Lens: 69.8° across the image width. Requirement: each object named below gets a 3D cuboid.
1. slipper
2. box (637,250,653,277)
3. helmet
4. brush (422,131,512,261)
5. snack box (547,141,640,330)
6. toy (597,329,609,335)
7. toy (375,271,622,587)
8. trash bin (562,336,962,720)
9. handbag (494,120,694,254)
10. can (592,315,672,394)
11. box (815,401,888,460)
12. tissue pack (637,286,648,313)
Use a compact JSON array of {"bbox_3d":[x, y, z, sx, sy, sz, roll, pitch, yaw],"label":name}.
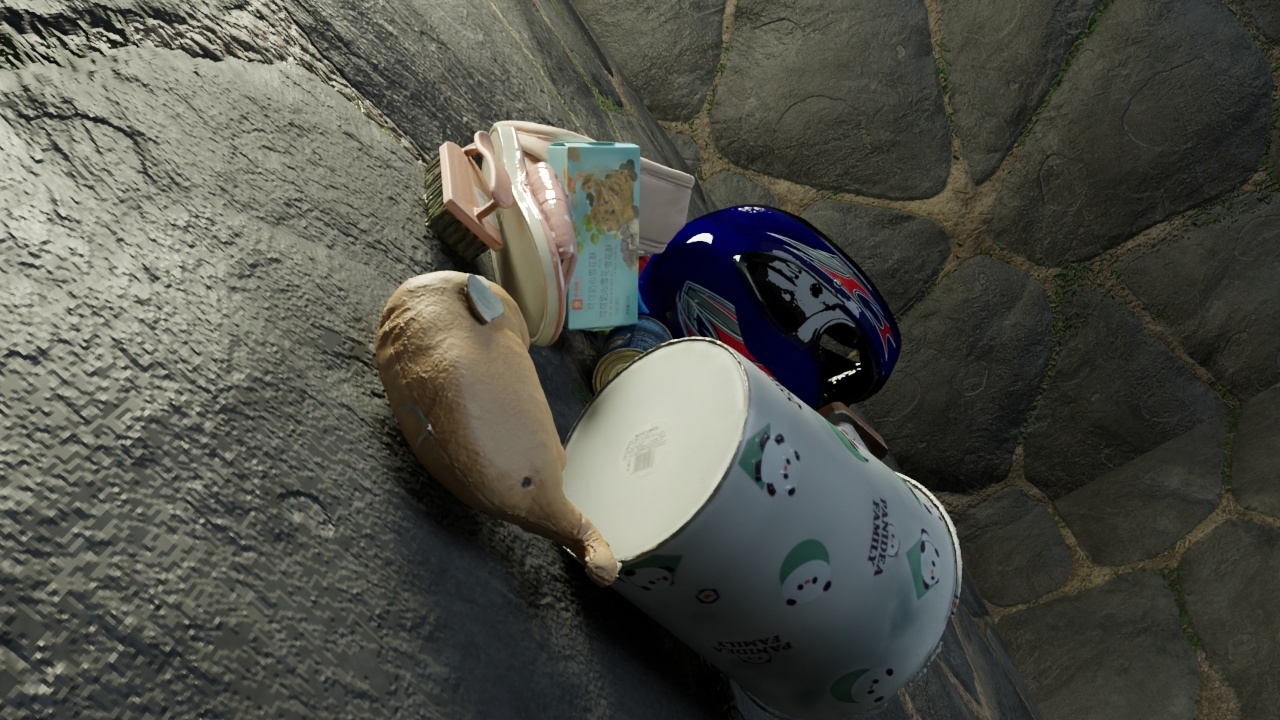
[{"bbox_3d":[-0.097,-0.118,0.825,0.054,0.114,0.274,1,43,-24],"label":"slipper"},{"bbox_3d":[0.021,-0.204,1.412,0.095,0.102,0.201,46,19,-34],"label":"box"},{"bbox_3d":[0.133,-0.021,1.082,0.315,0.239,0.248,41,-29,-3],"label":"helmet"},{"bbox_3d":[-0.150,-0.153,0.809,0.063,0.073,0.145,42,18,-35],"label":"brush"},{"bbox_3d":[-0.045,-0.118,0.869,0.052,0.074,0.175,25,-62,59],"label":"snack box"},{"bbox_3d":[-0.061,-0.073,1.011,0.100,0.031,0.096,63,18,20],"label":"toy"},{"bbox_3d":[-0.090,0.045,0.574,0.143,0.083,0.226,6,54,-56],"label":"toy"},{"bbox_3d":[0.082,0.124,0.706,0.252,0.230,0.229,40,21,-32],"label":"trash bin"},{"bbox_3d":[-0.076,-0.207,1.005,0.193,0.093,0.234,10,18,-44],"label":"handbag"},{"bbox_3d":[-0.006,0.005,0.934,0.075,0.075,0.111,53,16,-13],"label":"can"},{"bbox_3d":[0.189,0.149,1.029,0.154,0.183,0.184,60,24,9],"label":"box"},{"bbox_3d":[-0.062,-0.100,0.950,0.157,0.052,0.094,18,36,-33],"label":"tissue pack"}]
